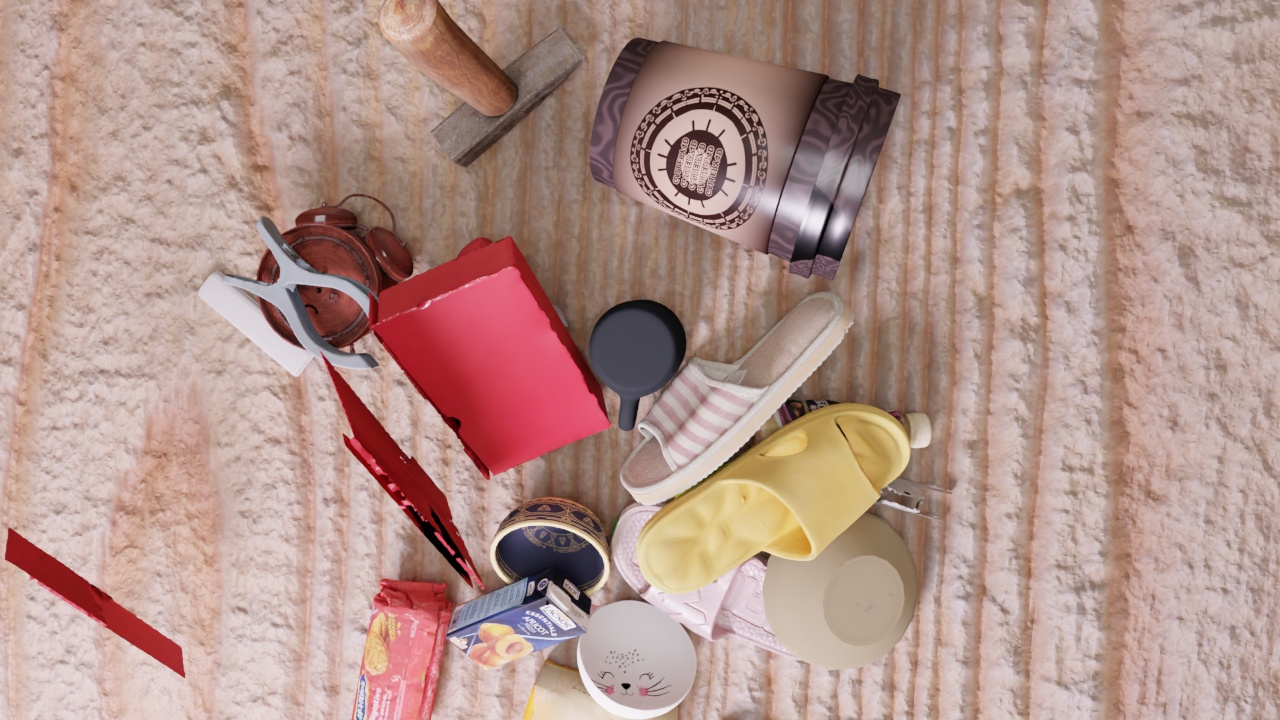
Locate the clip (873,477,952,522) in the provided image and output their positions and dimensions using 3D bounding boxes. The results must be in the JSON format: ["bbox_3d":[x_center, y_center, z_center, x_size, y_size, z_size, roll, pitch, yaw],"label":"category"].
[{"bbox_3d":[0.241,0.131,0.855,0.102,0.056,0.056,14,128,4],"label":"clip"}]

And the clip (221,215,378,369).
[{"bbox_3d":[-0.285,-0.068,0.825,0.163,0.028,0.112,34,98,0],"label":"clip"}]

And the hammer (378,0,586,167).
[{"bbox_3d":[-0.134,-0.236,0.731,0.158,0.300,0.037,-38,90,7],"label":"hammer"}]

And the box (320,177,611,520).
[{"bbox_3d":[-0.173,-0.047,0.901,0.198,0.350,0.217,-25,129,4],"label":"box"}]

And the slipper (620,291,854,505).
[{"bbox_3d":[0.078,0.025,0.837,0.263,0.115,0.052,-42,114,4],"label":"slipper"}]

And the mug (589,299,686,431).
[{"bbox_3d":[-0.005,0.005,0.843,0.085,0.094,0.121,9,95,5],"label":"mug"}]

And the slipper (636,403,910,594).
[{"bbox_3d":[0.118,0.126,0.792,0.263,0.078,0.099,-30,109,3],"label":"slipper"}]

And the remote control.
[{"bbox_3d":[-0.384,-0.037,0.917,0.131,0.012,0.033,40,97,1],"label":"remote control"}]

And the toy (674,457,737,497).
[{"bbox_3d":[0.086,0.121,0.870,0.093,0.036,0.094,26,74,18],"label":"toy"}]

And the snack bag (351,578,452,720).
[{"bbox_3d":[-0.233,0.301,0.900,0.082,0.082,0.176,12,97,4],"label":"snack bag"}]

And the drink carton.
[{"bbox_3d":[-0.114,0.246,0.873,0.130,0.040,0.064,-27,120,25],"label":"drink carton"}]

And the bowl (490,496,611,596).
[{"bbox_3d":[-0.081,0.170,0.875,0.112,0.061,0.113,4,129,5],"label":"bowl"}]

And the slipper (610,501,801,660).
[{"bbox_3d":[0.078,0.218,0.869,0.239,0.064,0.094,26,97,1],"label":"slipper"}]

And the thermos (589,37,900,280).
[{"bbox_3d":[0.085,-0.181,0.789,0.226,0.172,0.173,20,96,10],"label":"thermos"}]

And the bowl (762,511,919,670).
[{"bbox_3d":[0.192,0.212,0.838,0.152,0.050,0.152,-1,92,-16],"label":"bowl"}]

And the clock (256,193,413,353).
[{"bbox_3d":[-0.286,-0.083,0.874,0.120,0.072,0.158,26,97,3],"label":"clock"}]

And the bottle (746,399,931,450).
[{"bbox_3d":[0.184,0.066,0.849,0.166,0.059,0.059,0,95,-3],"label":"bottle"}]

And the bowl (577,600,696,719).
[{"bbox_3d":[-0.008,0.291,0.870,0.115,0.114,0.051,22,129,3],"label":"bowl"}]

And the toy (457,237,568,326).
[{"bbox_3d":[-0.141,-0.042,0.871,0.124,0.097,0.131,-30,73,1],"label":"toy"}]

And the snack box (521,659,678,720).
[{"bbox_3d":[-0.062,0.414,0.890,0.145,0.080,0.195,18,96,3],"label":"snack box"}]
